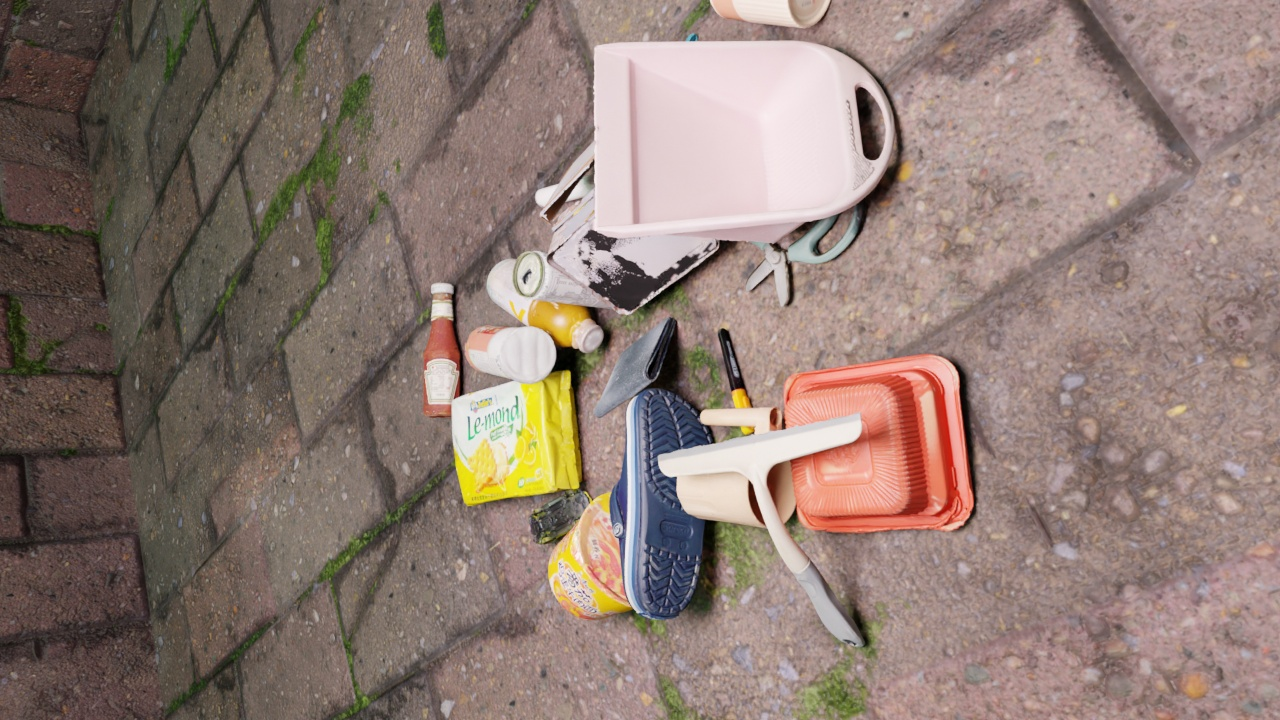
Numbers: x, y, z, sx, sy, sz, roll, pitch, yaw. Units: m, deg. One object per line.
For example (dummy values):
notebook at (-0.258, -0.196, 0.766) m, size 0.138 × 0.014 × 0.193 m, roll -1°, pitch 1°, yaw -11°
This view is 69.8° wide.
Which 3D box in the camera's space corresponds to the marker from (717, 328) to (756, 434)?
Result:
marker at (0.106, 0.022, 1.016) m, size 0.015 × 0.018 × 0.123 m, roll -29°, pitch 67°, yaw 41°

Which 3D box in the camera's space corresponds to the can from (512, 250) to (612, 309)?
can at (-0.082, -0.097, 1.120) m, size 0.058 × 0.146 × 0.058 m, roll -3°, pitch 85°, yaw 45°

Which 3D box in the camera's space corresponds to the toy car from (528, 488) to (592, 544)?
toy car at (-0.102, 0.206, 1.210) m, size 0.105 × 0.032 × 0.048 m, roll -33°, pitch 65°, yaw 27°

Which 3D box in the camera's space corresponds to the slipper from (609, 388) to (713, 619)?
slipper at (0.019, 0.161, 1.033) m, size 0.095 × 0.105 × 0.252 m, roll -19°, pitch 66°, yaw 52°

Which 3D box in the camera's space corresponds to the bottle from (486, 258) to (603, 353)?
bottle at (-0.123, -0.069, 1.191) m, size 0.189 × 0.067 × 0.068 m, roll 34°, pitch 112°, yaw 34°

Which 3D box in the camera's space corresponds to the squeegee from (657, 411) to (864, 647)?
squeegee at (0.149, 0.183, 0.869) m, size 0.247 × 0.039 × 0.246 m, roll -17°, pitch 107°, yaw 45°

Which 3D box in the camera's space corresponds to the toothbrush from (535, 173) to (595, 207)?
toothbrush at (-0.058, -0.229, 1.187) m, size 0.222 × 0.026 × 0.026 m, roll -4°, pitch 108°, yaw 45°

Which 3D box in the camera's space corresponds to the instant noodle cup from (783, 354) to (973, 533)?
instant noodle cup at (0.210, 0.084, 0.867) m, size 0.189 × 0.079 × 0.164 m, roll -11°, pitch 84°, yaw 40°

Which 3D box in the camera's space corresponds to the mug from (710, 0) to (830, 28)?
mug at (0.146, -0.407, 0.961) m, size 0.106 × 0.081 × 0.114 m, roll 29°, pitch 79°, yaw 41°

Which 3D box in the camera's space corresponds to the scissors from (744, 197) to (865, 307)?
scissors at (0.164, -0.148, 0.966) m, size 0.179 × 0.019 × 0.170 m, roll -19°, pitch 73°, yaw 42°

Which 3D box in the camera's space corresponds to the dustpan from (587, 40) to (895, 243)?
dustpan at (0.096, -0.230, 0.891) m, size 0.139 × 0.273 × 0.222 m, roll 142°, pitch 129°, yaw -57°

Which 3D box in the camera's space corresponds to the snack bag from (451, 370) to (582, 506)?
snack bag at (-0.171, 0.112, 1.258) m, size 0.247 × 0.068 × 0.158 m, roll -15°, pitch 78°, yaw 44°

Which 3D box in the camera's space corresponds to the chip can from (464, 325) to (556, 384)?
chip can at (-0.178, -0.011, 1.217) m, size 0.215 × 0.071 × 0.071 m, roll -174°, pitch 88°, yaw -67°

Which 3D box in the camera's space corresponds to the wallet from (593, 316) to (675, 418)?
wallet at (-0.006, 0.006, 1.082) m, size 0.097 × 0.019 × 0.120 m, roll -35°, pitch 21°, yaw 38°

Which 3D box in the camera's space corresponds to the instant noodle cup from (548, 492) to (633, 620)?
instant noodle cup at (-0.037, 0.237, 1.078) m, size 0.110 × 0.137 × 0.138 m, roll -42°, pitch 60°, yaw 45°

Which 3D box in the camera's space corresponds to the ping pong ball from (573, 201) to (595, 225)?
ping pong ball at (-0.066, -0.185, 1.184) m, size 0.040 × 0.040 × 0.040 m, roll -3°, pitch 86°, yaw 45°

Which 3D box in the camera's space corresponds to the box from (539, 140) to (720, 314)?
box at (-0.009, -0.194, 1.080) m, size 0.184 × 0.157 × 0.192 m, roll -34°, pitch 31°, yaw 39°

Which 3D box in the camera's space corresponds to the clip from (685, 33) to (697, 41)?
clip at (0.052, -0.361, 1.091) m, size 0.057 × 0.015 × 0.049 m, roll -44°, pitch 61°, yaw 33°

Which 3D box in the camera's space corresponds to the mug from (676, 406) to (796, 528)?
mug at (0.102, 0.112, 0.973) m, size 0.104 × 0.084 × 0.124 m, roll -4°, pitch 83°, yaw 47°

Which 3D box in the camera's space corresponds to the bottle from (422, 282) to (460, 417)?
bottle at (-0.304, -0.015, 1.406) m, size 0.060 × 0.059 × 0.206 m, roll -9°, pitch 79°, yaw 45°
